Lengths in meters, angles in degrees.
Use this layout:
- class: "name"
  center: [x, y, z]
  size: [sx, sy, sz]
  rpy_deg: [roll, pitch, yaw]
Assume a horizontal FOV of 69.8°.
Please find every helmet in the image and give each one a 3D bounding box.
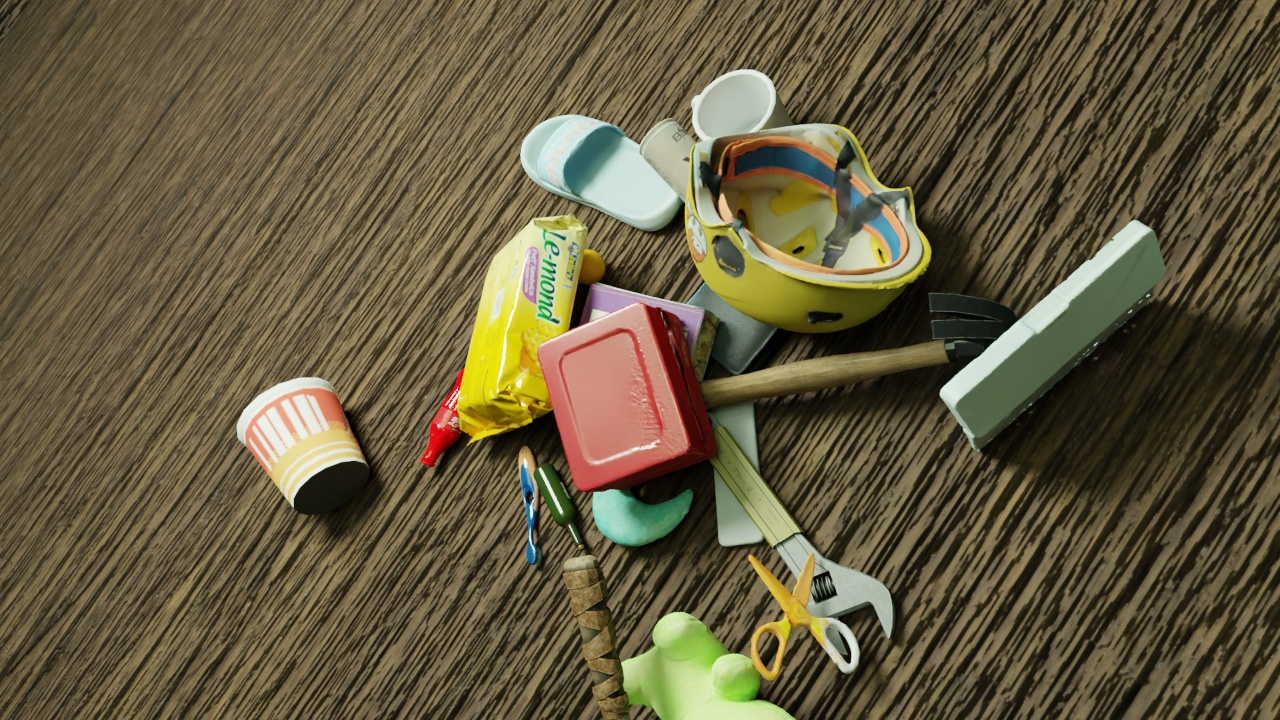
- class: "helmet"
  center: [0.145, -0.104, 0.864]
  size: [0.208, 0.140, 0.240]
  rpy_deg: [-15, 55, -24]

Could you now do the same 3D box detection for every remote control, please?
- class: "remote control"
  center: [0.094, 0.107, 0.893]
  size: [0.045, 0.008, 0.146]
  rpy_deg: [-13, 64, 22]

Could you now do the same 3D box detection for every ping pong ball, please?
- class: "ping pong ball"
  center: [-0.060, -0.106, 1.046]
  size: [0.040, 0.040, 0.040]
  rpy_deg: [-11, 64, 24]

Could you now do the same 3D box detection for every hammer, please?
- class: "hammer"
  center: [-0.014, 0.319, 0.751]
  size: [0.122, 0.048, 0.318]
  rpy_deg: [-21, 81, 52]
- class: "hammer"
  center: [0.182, 0.007, 0.831]
  size: [0.306, 0.132, 0.040]
  rpy_deg: [-12, 62, 30]

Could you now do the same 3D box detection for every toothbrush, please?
- class: "toothbrush"
  center: [-0.117, 0.154, 0.982]
  size: [0.021, 0.017, 0.134]
  rpy_deg: [-18, 59, 16]

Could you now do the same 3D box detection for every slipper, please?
- class: "slipper"
  center: [-0.048, -0.230, 1.073]
  size: [0.245, 0.074, 0.104]
  rpy_deg: [33, 86, 32]

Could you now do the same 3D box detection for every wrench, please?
- class: "wrench"
  center: [0.128, 0.148, 0.842]
  size: [0.083, 0.018, 0.273]
  rpy_deg: [-37, 60, 3]

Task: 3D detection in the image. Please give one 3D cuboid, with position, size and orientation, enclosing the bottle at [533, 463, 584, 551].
- class: "bottle"
  center: [-0.082, 0.153, 0.956]
  size: [0.025, 0.025, 0.106]
  rpy_deg: [-37, 57, 9]

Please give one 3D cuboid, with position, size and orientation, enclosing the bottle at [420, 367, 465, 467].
- class: "bottle"
  center: [-0.217, 0.067, 1.057]
  size: [0.036, 0.036, 0.119]
  rpy_deg: [24, 82, 33]

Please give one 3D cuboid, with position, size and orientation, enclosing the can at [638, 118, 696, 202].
- class: "can"
  center: [0.061, -0.195, 0.987]
  size: [0.054, 0.054, 0.135]
  rpy_deg: [-42, 78, 6]

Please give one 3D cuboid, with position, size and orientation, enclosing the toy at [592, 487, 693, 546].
- class: "toy"
  center: [-0.004, 0.145, 0.916]
  size: [0.105, 0.033, 0.085]
  rpy_deg: [27, 72, 34]

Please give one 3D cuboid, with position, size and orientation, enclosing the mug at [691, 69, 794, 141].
- class: "mug"
  center: [0.104, -0.253, 0.992]
  size: [0.121, 0.090, 0.091]
  rpy_deg: [35, 88, 34]

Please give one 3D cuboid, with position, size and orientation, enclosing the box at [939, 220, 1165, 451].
- class: "box"
  center: [0.336, -0.009, 0.737]
  size: [0.197, 0.134, 0.040]
  rpy_deg: [-42, 48, 6]

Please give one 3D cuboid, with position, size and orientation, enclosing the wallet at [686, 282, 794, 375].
- class: "wallet"
  center: [0.096, -0.041, 0.945]
  size: [0.115, 0.026, 0.089]
  rpy_deg: [39, 92, 34]

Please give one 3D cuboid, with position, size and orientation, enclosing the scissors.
- class: "scissors"
  center: [0.136, 0.216, 0.769]
  size: [0.128, 0.011, 0.125]
  rpy_deg: [28, 52, -1]

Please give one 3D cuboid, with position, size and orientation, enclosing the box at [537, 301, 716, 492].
- class: "box"
  center: [-0.013, 0.037, 0.875]
  size: [0.129, 0.092, 0.157]
  rpy_deg: [-23, 71, 19]

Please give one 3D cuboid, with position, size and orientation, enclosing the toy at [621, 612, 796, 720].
- class: "toy"
  center: [0.067, 0.310, 0.767]
  size: [0.197, 0.107, 0.150]
  rpy_deg: [50, 116, 25]

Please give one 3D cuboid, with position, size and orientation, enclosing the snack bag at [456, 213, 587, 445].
- class: "snack bag"
  center: [-0.133, -0.035, 0.997]
  size: [0.160, 0.068, 0.246]
  rpy_deg: [-22, 54, 57]

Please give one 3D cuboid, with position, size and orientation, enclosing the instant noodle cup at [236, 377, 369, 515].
- class: "instant noodle cup"
  center: [-0.393, 0.107, 1.090]
  size: [0.123, 0.123, 0.121]
  rpy_deg: [-43, 64, 5]

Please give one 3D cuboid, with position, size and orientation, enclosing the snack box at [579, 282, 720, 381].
- class: "snack box"
  center: [-0.006, 0.006, 0.952]
  size: [0.143, 0.040, 0.148]
  rpy_deg: [16, 89, 32]
